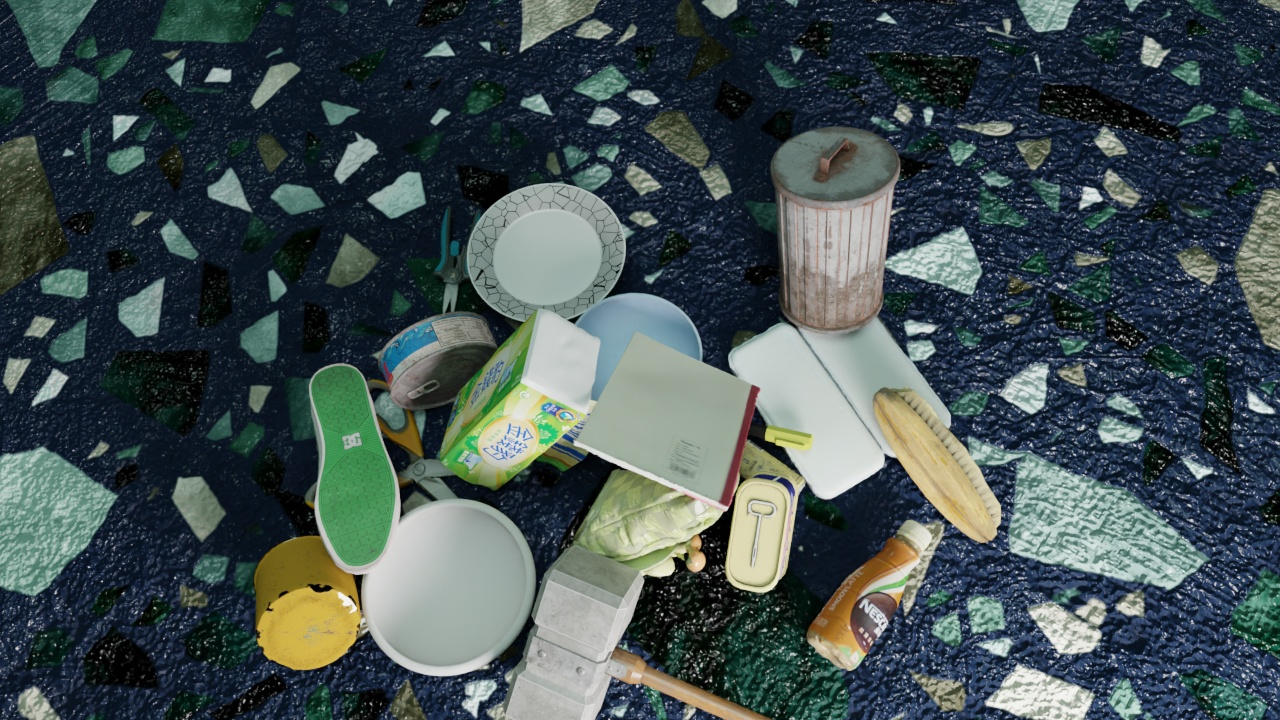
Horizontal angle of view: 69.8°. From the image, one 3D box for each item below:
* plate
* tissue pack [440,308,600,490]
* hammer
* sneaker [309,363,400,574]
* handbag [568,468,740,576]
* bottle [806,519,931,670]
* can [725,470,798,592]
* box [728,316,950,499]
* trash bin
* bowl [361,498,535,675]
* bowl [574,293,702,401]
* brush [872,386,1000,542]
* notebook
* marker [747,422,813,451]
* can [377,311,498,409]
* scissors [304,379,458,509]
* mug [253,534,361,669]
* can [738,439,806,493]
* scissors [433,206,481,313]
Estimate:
[{"bbox_3d":[-0.112,-0.127,1.097,0.188,0.016,0.188,-1,68,3],"label":"plate"},{"bbox_3d":[-0.102,0.059,0.966,0.141,0.198,0.120,28,52,-22],"label":"tissue pack"},{"bbox_3d":[0.044,0.313,0.864,0.318,0.082,0.163,20,104,10],"label":"hammer"},{"bbox_3d":[-0.303,0.121,0.975,0.084,0.079,0.235,-11,59,-14],"label":"sneaker"},{"bbox_3d":[0.024,0.163,0.927,0.117,0.187,0.113,56,38,-14],"label":"handbag"},{"bbox_3d":[0.240,0.235,0.941,0.059,0.059,0.167,37,73,16],"label":"bottle"},{"bbox_3d":[0.124,0.173,0.933,0.056,0.092,0.116,9,88,14],"label":"can"},{"bbox_3d":[0.225,0.034,1.046,0.189,0.037,0.208,-28,69,-6],"label":"box"},{"bbox_3d":[0.211,-0.145,1.006,0.131,0.211,0.130,-5,48,6],"label":"trash bin"},{"bbox_3d":[-0.193,0.236,0.952,0.176,0.066,0.176,-1,67,2],"label":"bowl"},{"bbox_3d":[-0.006,0.006,1.040,0.150,0.075,0.150,-1,67,2],"label":"bowl"},{"bbox_3d":[0.317,0.107,0.979,0.043,0.059,0.195,-34,85,-28],"label":"brush"},{"bbox_3d":[0.035,0.053,0.907,0.153,0.012,0.208,24,34,2],"label":"notebook"},{"bbox_3d":[0.129,0.079,1.017,0.124,0.017,0.021,11,39,24],"label":"marker"},{"bbox_3d":[-0.221,0.002,1.019,0.130,0.130,0.044,-25,68,-8],"label":"can"},{"bbox_3d":[-0.273,0.125,1.031,0.216,0.016,0.225,-41,71,-14],"label":"scissors"},{"bbox_3d":[-0.332,0.253,0.920,0.100,0.124,0.094,-7,23,-19],"label":"mug"},{"bbox_3d":[0.138,0.124,1.004,0.079,0.038,0.038,35,72,15],"label":"can"},{"bbox_3d":[-0.232,-0.129,1.135,0.126,0.019,0.144,-35,76,-18],"label":"scissors"}]
